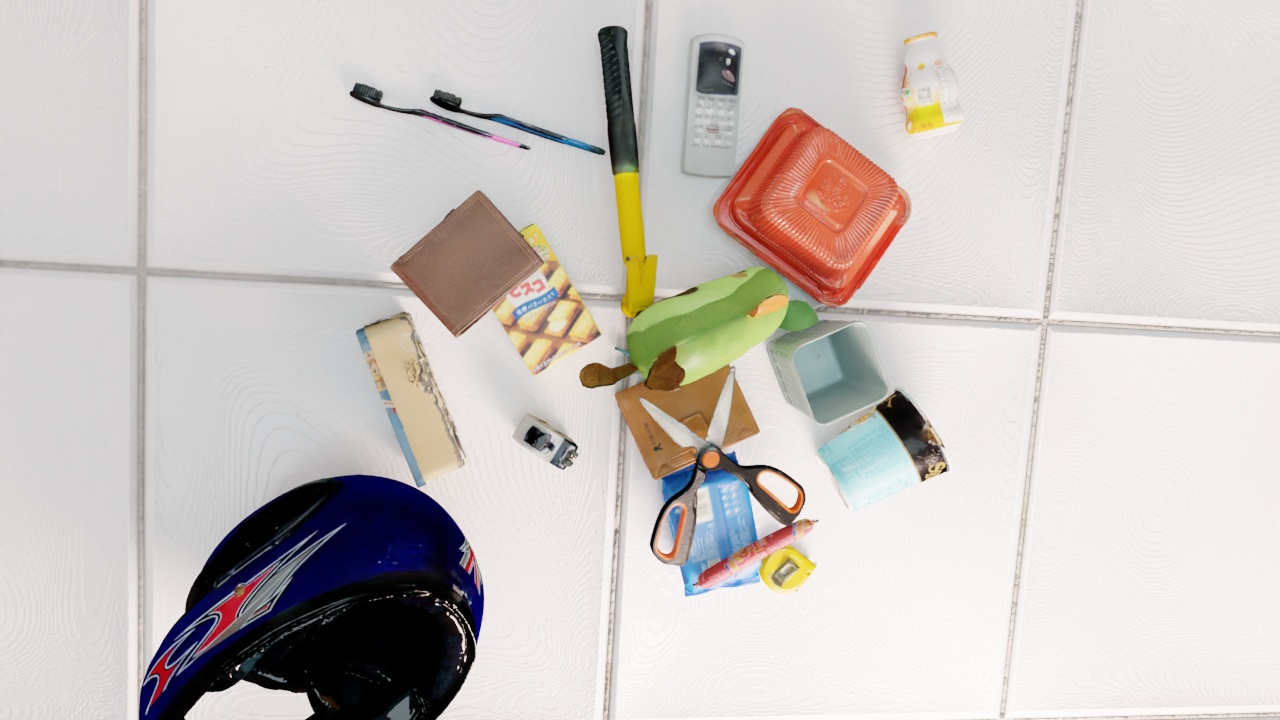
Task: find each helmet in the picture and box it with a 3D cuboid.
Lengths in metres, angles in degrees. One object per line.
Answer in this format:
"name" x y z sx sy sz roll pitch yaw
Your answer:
"helmet" -0.308 0.245 0.869 0.315 0.240 0.247 -30 123 -14

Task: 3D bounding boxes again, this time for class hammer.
"hammer" -0.015 -0.195 0.950 0.033 0.129 0.300 -5 87 -6

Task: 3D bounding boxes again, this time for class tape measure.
"tape measure" -0.102 0.085 0.977 0.066 0.066 0.033 33 86 -14
"tape measure" 0.167 0.240 1.059 0.060 0.029 0.057 38 90 -11

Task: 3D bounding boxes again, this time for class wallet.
"wallet" 0.051 0.059 1.007 0.131 0.031 0.107 -23 81 -5
"wallet" -0.175 -0.098 0.932 0.124 0.032 0.101 -42 93 -3

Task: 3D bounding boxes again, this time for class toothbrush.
"toothbrush" -0.126 -0.248 0.962 0.189 0.014 0.016 15 70 -11
"toothbrush" -0.205 -0.251 0.949 0.189 0.014 0.017 15 82 -11

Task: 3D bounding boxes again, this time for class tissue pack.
"tissue pack" 0.079 0.184 1.026 0.095 0.052 0.157 -13 99 -6

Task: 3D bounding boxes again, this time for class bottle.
"bottle" 0.314 -0.300 1.002 0.063 0.063 0.108 -14 99 -8

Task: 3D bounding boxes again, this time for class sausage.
"sausage" 0.126 0.208 0.999 0.156 0.020 0.020 -28 100 -5

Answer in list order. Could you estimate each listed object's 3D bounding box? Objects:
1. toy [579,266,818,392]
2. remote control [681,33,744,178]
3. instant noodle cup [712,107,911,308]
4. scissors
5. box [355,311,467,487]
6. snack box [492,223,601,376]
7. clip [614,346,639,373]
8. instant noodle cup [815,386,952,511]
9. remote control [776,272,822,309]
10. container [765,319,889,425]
"toy" 0.061 -0.031 0.919 0.246 0.228 0.090 -28 100 -35
"remote control" 0.078 -0.273 0.988 0.058 0.021 0.150 2 97 -10
"instant noodle cup" 0.194 -0.166 0.983 0.189 0.079 0.164 35 83 -7
"scissors" 0.076 0.120 0.968 0.234 0.021 0.221 29 97 -17
"box" -0.232 0.043 0.940 0.061 0.090 0.184 -20 98 -13
"snack box" -0.113 -0.064 0.975 0.087 0.034 0.140 -31 98 -4
"clip" -0.006 0.005 1.011 0.054 0.013 0.034 13 95 -8
"instant noodle cup" 0.265 0.106 1.026 0.120 0.111 0.111 -30 100 2
"remote control" 0.153 -0.067 1.024 0.136 0.020 0.056 -27 99 -5
"container" 0.196 0.008 0.994 0.090 0.111 0.090 -23 100 -7
